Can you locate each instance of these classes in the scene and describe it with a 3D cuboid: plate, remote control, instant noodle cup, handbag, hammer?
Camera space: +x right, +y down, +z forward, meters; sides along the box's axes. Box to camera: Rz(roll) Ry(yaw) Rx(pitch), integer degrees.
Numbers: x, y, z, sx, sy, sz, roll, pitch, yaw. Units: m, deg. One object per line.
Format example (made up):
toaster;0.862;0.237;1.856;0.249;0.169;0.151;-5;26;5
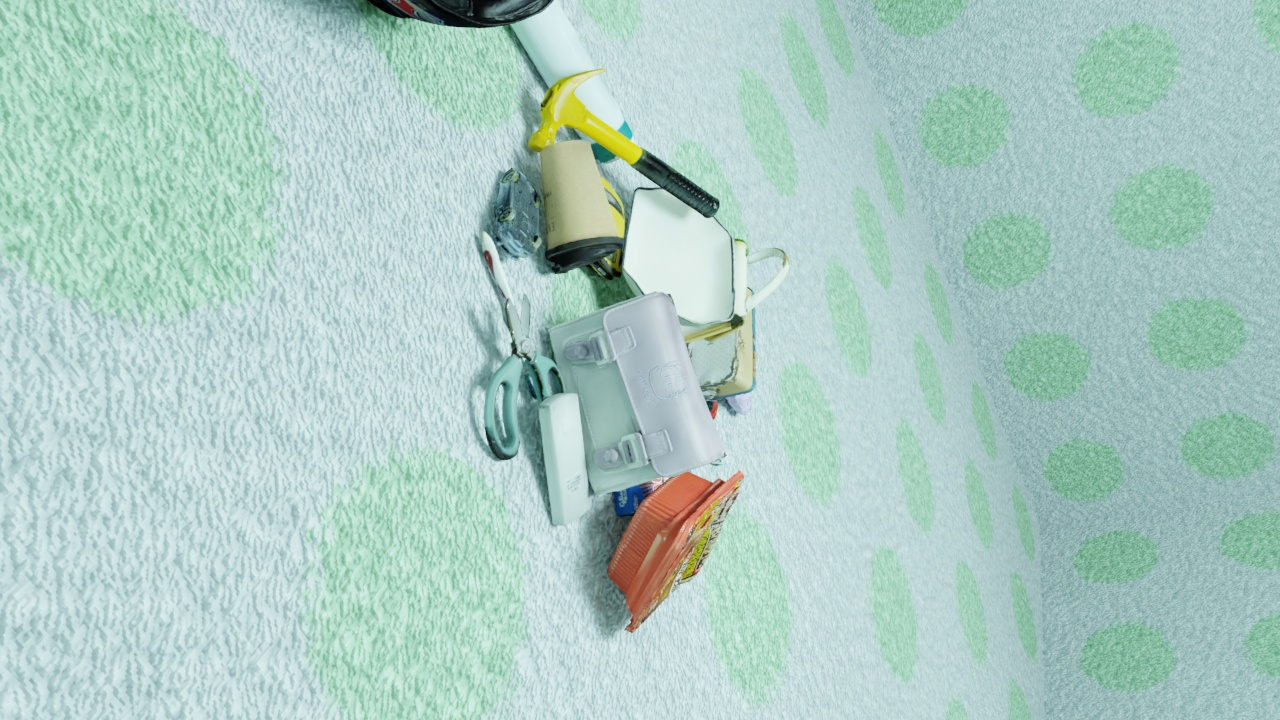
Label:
plate;0.048;-0.133;1.207;0.162;0.034;0.265;23;40;-16
remote control;-0.080;0.103;0.969;0.056;0.019;0.135;-25;112;-59
instant noodle cup;0.033;0.201;1.028;0.079;0.165;0.188;33;25;15
handbag;0.118;-0.099;1.262;0.163;0.179;0.063;-82;156;-44
hammer;-0.005;-0.263;1.178;0.300;0.033;0.128;27;85;-39
handbag;-0.005;0.037;1.011;0.098;0.145;0.197;5;66;-70

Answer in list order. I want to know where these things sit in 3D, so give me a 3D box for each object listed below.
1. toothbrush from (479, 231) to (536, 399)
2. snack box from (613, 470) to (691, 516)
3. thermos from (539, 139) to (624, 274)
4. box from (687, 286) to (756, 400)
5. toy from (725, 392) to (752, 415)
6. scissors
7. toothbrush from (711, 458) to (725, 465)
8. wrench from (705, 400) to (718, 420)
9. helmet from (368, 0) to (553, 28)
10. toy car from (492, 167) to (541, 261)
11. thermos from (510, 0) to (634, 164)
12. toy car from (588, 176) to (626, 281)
toothbrush;-0.139;-0.047;0.975;0.017;0.016;0.187;-27;100;-50
snack box;0.017;0.149;1.133;0.157;0.026;0.084;14;65;-57
thermos;-0.074;-0.176;1.061;0.092;0.093;0.143;-9;86;-60
box;0.117;-0.038;1.326;0.062;0.090;0.184;34;53;-47
toy;0.143;0.042;1.376;0.108;0.039;0.083;51;25;-57
scissors;-0.125;0.023;0.927;0.169;0.019;0.177;-47;131;-48
toothbrush;0.072;0.122;1.247;0.191;0.018;0.016;24;56;-53
wrench;0.053;0.071;1.211;0.273;0.016;0.056;8;96;-66
helmet;-0.205;-0.443;0.817;0.240;0.247;0.315;37;11;21
toy car;-0.137;-0.162;1.012;0.054;0.037;0.120;46;30;-39
thermos;-0.081;-0.353;1.166;0.224;0.073;0.073;56;34;-30
toy car;-0.047;-0.173;1.163;0.071;0.041;0.155;41;41;-46
